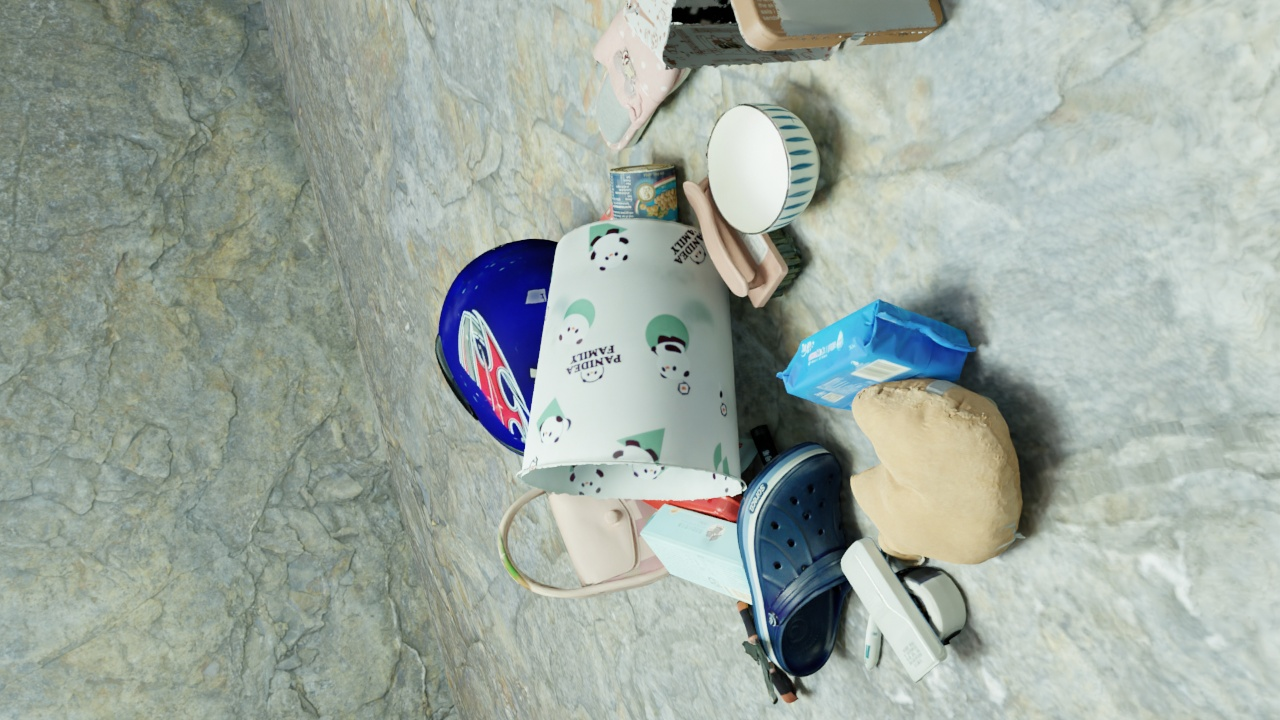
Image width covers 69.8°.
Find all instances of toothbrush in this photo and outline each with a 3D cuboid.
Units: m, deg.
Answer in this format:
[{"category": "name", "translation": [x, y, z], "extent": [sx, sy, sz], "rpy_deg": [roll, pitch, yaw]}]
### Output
[{"category": "toothbrush", "translation": [0.228, 0.221, 0.886], "extent": [0.018, 0.016, 0.192], "rpy_deg": [-134, 39, -59]}]

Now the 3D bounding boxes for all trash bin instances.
[{"category": "trash bin", "translation": [-0.006, 0.006, 0.948], "extent": [0.230, 0.229, 0.251], "rpy_deg": [150, 126, -61]}]

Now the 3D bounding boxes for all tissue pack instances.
[{"category": "tissue pack", "translation": [0.191, 0.000, 0.766], "extent": [0.157, 0.095, 0.052], "rpy_deg": [142, 140, -60]}]

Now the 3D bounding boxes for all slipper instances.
[{"category": "slipper", "translation": [-0.010, -0.313, 0.995], "extent": [0.114, 0.054, 0.275], "rpy_deg": [69, 158, 7]}, {"category": "slipper", "translation": [0.162, 0.209, 0.904], "extent": [0.095, 0.105, 0.253], "rpy_deg": [24, 123, 53]}]

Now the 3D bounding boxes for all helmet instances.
[{"category": "helmet", "translation": [-0.117, 0.006, 1.157], "extent": [0.240, 0.247, 0.315], "rpy_deg": [-132, 20, -69]}]

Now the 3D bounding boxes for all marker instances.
[{"category": "marker", "translation": [0.150, 0.132, 0.984], "extent": [0.022, 0.020, 0.132], "rpy_deg": [107, 143, -78]}]

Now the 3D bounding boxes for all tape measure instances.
[{"category": "tape measure", "translation": [0.255, 0.218, 0.816], "extent": [0.066, 0.033, 0.065], "rpy_deg": [-28, 79, 64]}]

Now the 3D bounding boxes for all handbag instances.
[{"category": "handbag", "translation": [-0.077, 0.226, 1.212], "extent": [0.193, 0.233, 0.094], "rpy_deg": [65, 152, 19]}]

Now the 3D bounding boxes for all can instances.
[{"category": "can", "translation": [0.006, -0.167, 1.046], "extent": [0.075, 0.075, 0.111], "rpy_deg": [23, 122, 57]}]

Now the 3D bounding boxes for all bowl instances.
[{"category": "bowl", "translation": [0.120, -0.177, 0.838], "extent": [0.116, 0.066, 0.117], "rpy_deg": [32, 129, 50]}]

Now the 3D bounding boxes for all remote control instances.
[{"category": "remote control", "translation": [0.222, 0.220, 0.816], "extent": [0.125, 0.024, 0.049], "rpy_deg": [59, 151, 31]}]

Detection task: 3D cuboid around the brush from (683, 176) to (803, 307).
[{"category": "brush", "translation": [0.096, -0.126, 0.903], "extent": [0.145, 0.073, 0.063], "rpy_deg": [65, 151, 23]}]

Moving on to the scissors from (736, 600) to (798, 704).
[{"category": "scissors", "translation": [0.133, 0.319, 0.997], "extent": [0.226, 0.015, 0.188], "rpy_deg": [57, -174, -39]}]

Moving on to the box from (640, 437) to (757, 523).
[{"category": "box", "translation": [0.077, 0.136, 1.089], "extent": [0.202, 0.095, 0.101], "rpy_deg": [-3, 59, 61]}]

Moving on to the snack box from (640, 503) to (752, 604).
[{"category": "snack box", "translation": [0.083, 0.215, 1.016], "extent": [0.175, 0.051, 0.074], "rpy_deg": [5, 135, 51]}]

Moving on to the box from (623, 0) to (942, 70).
[{"category": "box", "translation": [0.114, -0.282, 0.685], "extent": [0.184, 0.182, 0.155], "rpy_deg": [58, 148, 36]}]

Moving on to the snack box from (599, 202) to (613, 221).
[{"category": "snack box", "translation": [-0.005, -0.124, 1.139], "extent": [0.075, 0.025, 0.153], "rpy_deg": [-44, 64, 60]}]

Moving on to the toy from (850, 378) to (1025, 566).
[{"category": "toy", "translation": [0.238, 0.114, 0.746], "extent": [0.143, 0.082, 0.226], "rpy_deg": [28, 141, 39]}]
